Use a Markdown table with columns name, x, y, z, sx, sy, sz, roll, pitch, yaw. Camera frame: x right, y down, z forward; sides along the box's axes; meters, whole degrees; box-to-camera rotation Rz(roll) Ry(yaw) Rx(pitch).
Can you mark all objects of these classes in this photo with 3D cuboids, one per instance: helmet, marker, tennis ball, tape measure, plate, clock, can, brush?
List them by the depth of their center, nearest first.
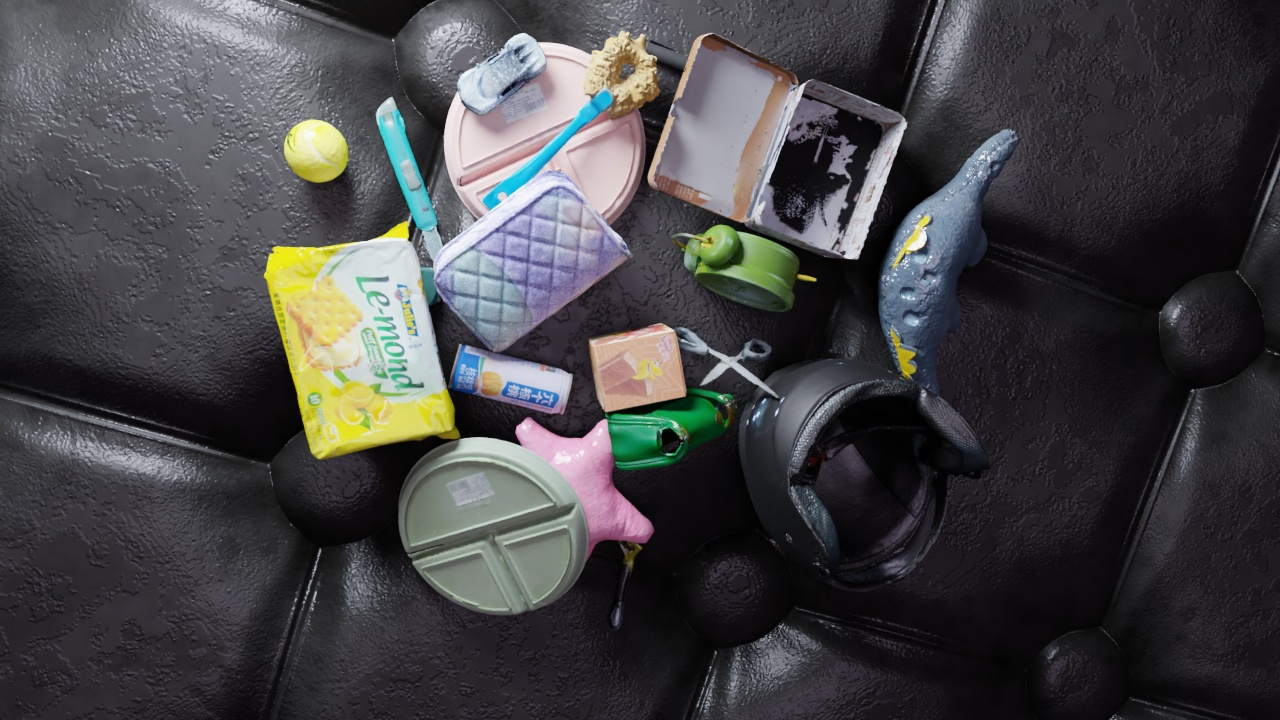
| name | x | y | z | sx | sy | sz | roll | pitch | yaw |
| --- | --- | --- | --- | --- | --- | --- | --- | --- | --- |
| tennis ball | -0.349 | -0.225 | 0.988 | 0.065 | 0.065 | 0.065 | -1 | 97 | -8 |
| brush | -0.075 | -0.255 | 1.003 | 0.254 | 0.046 | 0.083 | -45 | 108 | 0 |
| helmet | 0.234 | 0.124 | 1.035 | 0.233 | 0.230 | 0.275 | -30 | 123 | -10 |
| plate | -0.106 | -0.243 | 1.039 | 0.229 | 0.028 | 0.229 | -1 | 97 | -7 |
| tape measure | -0.256 | -0.082 | 1.041 | 0.058 | 0.025 | 0.054 | 2 | 96 | -7 |
| clock | 0.110 | -0.108 | 1.043 | 0.161 | 0.116 | 0.056 | 21 | 83 | -13 |
| plate | -0.172 | 0.196 | 1.046 | 0.230 | 0.027 | 0.230 | 4 | 111 | 9 |
| marker | 0.067 | -0.335 | 1.054 | 0.132 | 0.020 | 0.022 | 19 | 73 | -9 |
| can | -0.149 | 0.023 | 1.054 | 0.134 | 0.053 | 0.053 | 14 | 95 | -9 |

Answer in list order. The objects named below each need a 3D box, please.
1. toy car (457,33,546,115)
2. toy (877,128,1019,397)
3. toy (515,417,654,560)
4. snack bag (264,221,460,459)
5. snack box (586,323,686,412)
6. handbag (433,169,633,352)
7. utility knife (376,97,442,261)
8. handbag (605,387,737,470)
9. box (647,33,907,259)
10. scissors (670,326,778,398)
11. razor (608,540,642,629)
| name | x | y | z | sx | sy | sz | roll | pitch | yaw |
| --- | --- | --- | --- | --- | --- | --- | --- | --- | --- |
| toy car | -0.151 | -0.310 | 0.994 | 0.105 | 0.031 | 0.049 | -38 | 99 | -1 |
| toy | 0.351 | -0.109 | 1.088 | 0.137 | 0.091 | 0.356 | 13 | 98 | -22 |
| toy | -0.091 | 0.154 | 1.071 | 0.178 | 0.074 | 0.194 | -21 | 96 | -2 |
| snack bag | -0.300 | -0.015 | 0.999 | 0.158 | 0.068 | 0.246 | -12 | 99 | -6 |
| snack box | -0.006 | 0.006 | 1.051 | 0.094 | 0.093 | 0.077 | -11 | 98 | -6 |
| handbag | -0.122 | -0.110 | 1.010 | 0.194 | 0.075 | 0.134 | -34 | 119 | 9 |
| utility knife | -0.255 | -0.198 | 1.031 | 0.029 | 0.013 | 0.193 | -20 | 100 | -5 |
| handbag | 0.033 | 0.073 | 1.042 | 0.120 | 0.131 | 0.068 | -8 | 98 | 38 |
| box | 0.149 | -0.237 | 1.042 | 0.262 | 0.088 | 0.178 | 18 | 95 | -10 |
| scissors | 0.095 | -0.001 | 1.042 | 0.159 | 0.176 | 0.014 | 20 | 113 | 18 |
| razor | -0.018 | 0.261 | 1.120 | 0.043 | 0.022 | 0.143 | 13 | 99 | 17 |
